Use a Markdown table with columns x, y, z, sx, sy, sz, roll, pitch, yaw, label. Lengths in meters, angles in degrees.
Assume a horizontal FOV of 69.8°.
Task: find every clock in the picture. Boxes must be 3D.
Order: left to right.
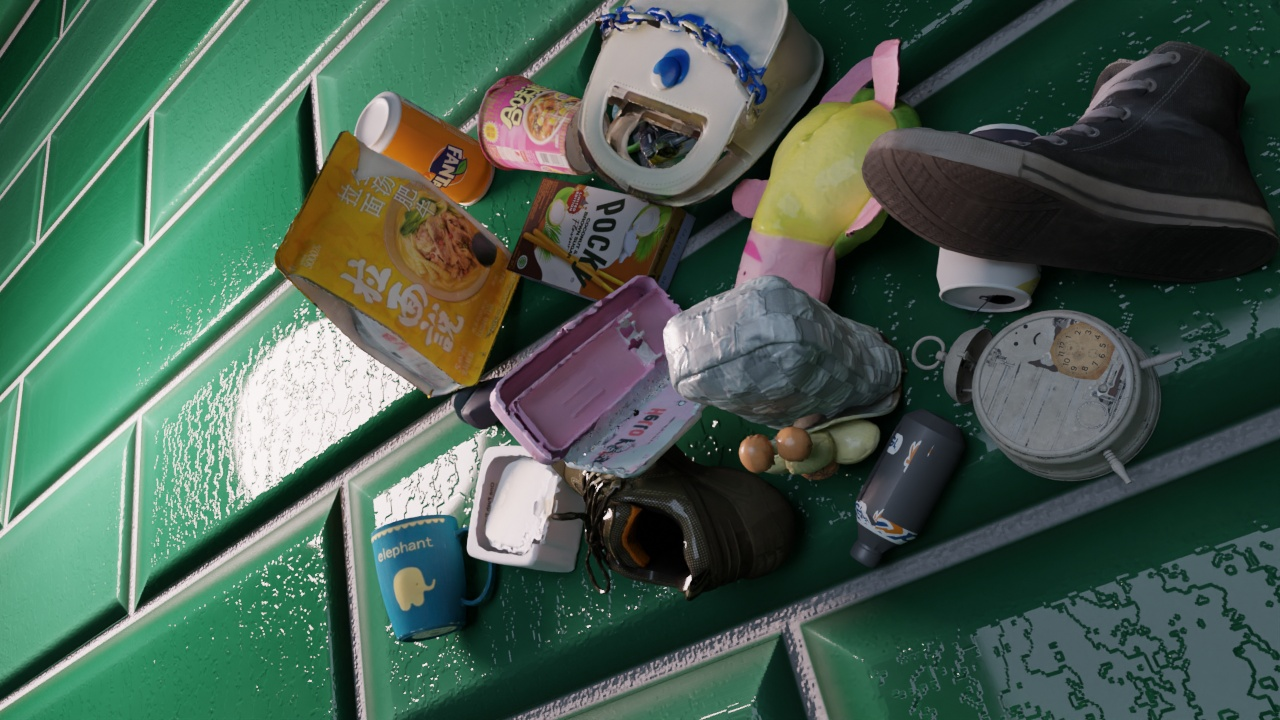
| x | y | z | sx | sy | sz | roll | pitch | yaw | label |
| --- | --- | --- | --- | --- | --- | --- | --- | --- | --- |
| 0.241 | 0.013 | 0.577 | 0.157 | 0.061 | 0.103 | 22 | 90 | 40 | clock |

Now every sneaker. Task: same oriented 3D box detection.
| x | y | z | sx | sy | sz | roll | pitch | yaw | label |
| --- | --- | --- | --- | --- | --- | --- | --- | --- | --- |
| -0.018 | 0.118 | 0.692 | 0.238 | 0.142 | 0.101 | 23 | 124 | 38 | sneaker |
| 0.249 | -0.127 | 0.543 | 0.235 | 0.095 | 0.119 | 7 | 70 | 4 | sneaker |

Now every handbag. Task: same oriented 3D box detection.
| x | y | z | sx | sy | sz | roll | pitch | yaw | label |
| --- | --- | --- | --- | --- | --- | --- | --- | --- | --- |
| 0.033 | -0.232 | 0.780 | 0.201 | 0.093 | 0.199 | 29 | 88 | 39 | handbag |
| 0.097 | 0.019 | 0.620 | 0.113 | 0.171 | 0.123 | -20 | 63 | 34 | handbag |

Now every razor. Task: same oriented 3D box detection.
| x | y | z | sx | sy | sz | roll | pitch | yaw | label |
| --- | --- | --- | --- | --- | --- | --- | --- | --- | --- |
| -0.119 | 0.035 | 0.885 | 0.143 | 0.047 | 0.052 | -11 | 44 | 34 | razor |

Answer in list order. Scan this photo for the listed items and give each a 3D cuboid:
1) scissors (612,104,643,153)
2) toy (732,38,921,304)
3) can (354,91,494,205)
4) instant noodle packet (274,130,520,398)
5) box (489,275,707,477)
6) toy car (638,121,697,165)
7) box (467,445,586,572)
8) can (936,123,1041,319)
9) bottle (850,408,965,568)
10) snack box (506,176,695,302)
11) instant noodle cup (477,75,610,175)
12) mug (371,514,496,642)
| x | y | z | sx | sy | sz | roll | pitch | yaw | label |
| --- | --- | --- | --- | --- | --- | --- | --- | --- | --- |
| 0.042 | -0.245 | 0.865 | 0.176 | 0.032 | 0.078 | -16 | 62 | 39 | scissors |
| 0.139 | -0.124 | 0.689 | 0.190 | 0.087 | 0.238 | 25 | 92 | 59 | toy |
| -0.234 | -0.227 | 0.999 | 0.079 | 0.142 | 0.079 | -14 | 66 | 36 | can |
| -0.228 | -0.090 | 0.874 | 0.084 | 0.221 | 0.162 | -8 | 53 | 37 | instant noodle packet |
| -0.006 | 0.017 | 0.713 | 0.150 | 0.200 | 0.073 | 31 | 136 | 20 | box |
| 0.049 | -0.213 | 0.832 | 0.106 | 0.033 | 0.048 | -21 | 55 | 19 | toy car |
| -0.105 | 0.131 | 0.817 | 0.103 | 0.076 | 0.107 | -2 | 76 | 40 | box |
| 0.236 | -0.088 | 0.614 | 0.064 | 0.064 | 0.127 | 2 | 76 | 40 | can |
| 0.175 | 0.087 | 0.616 | 0.047 | 0.047 | 0.112 | 31 | 96 | 42 | bottle |
| -0.043 | -0.110 | 0.874 | 0.186 | 0.031 | 0.101 | 21 | 89 | 42 | snack box |
| -0.091 | -0.230 | 0.923 | 0.109 | 0.097 | 0.097 | 22 | 89 | 34 | instant noodle cup |
| -0.192 | 0.204 | 0.868 | 0.112 | 0.084 | 0.104 | -16 | 68 | 4 | mug |
